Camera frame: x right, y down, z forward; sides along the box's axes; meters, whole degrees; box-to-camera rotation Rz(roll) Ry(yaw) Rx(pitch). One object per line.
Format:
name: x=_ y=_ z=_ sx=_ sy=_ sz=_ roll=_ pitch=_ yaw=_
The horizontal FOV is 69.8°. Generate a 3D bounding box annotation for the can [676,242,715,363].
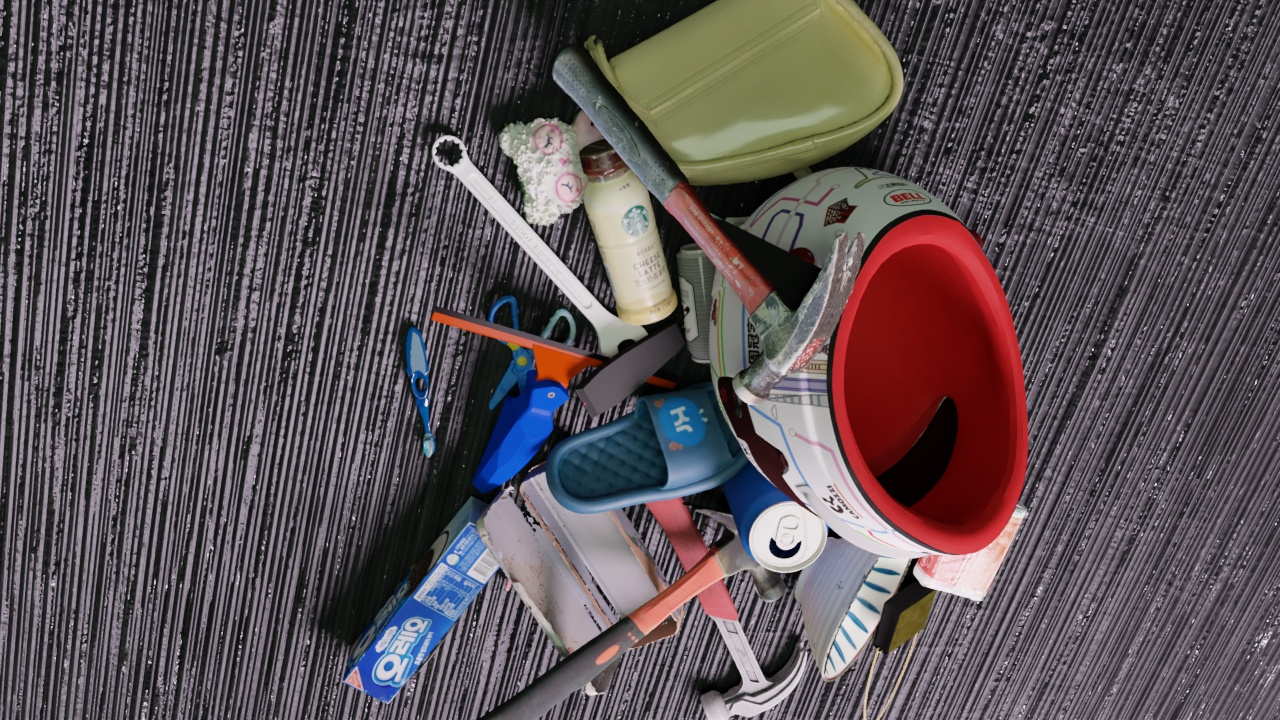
can: x=0.060 y=-0.054 z=0.850 sx=0.044 sy=0.044 sz=0.107 roll=-8 pitch=109 yaw=-1

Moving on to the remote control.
remote control: x=-0.005 y=0.005 z=0.853 sx=0.124 sy=0.010 sz=0.039 roll=-37 pitch=110 yaw=-22

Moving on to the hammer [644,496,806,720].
hammer: x=0.074 y=0.237 z=0.956 sx=0.126 sy=0.036 sz=0.316 roll=-24 pitch=108 yaw=2

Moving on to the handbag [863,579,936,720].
handbag: x=0.268 y=0.321 z=0.985 sx=0.083 sy=0.027 sz=0.178 roll=-15 pitch=123 yaw=-40

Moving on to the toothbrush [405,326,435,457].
toothbrush: x=-0.209 y=0.031 z=0.876 sx=0.021 sy=0.016 sz=0.132 roll=-5 pitch=109 yaw=-4

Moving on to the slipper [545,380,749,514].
slipper: x=0.016 y=0.080 z=0.849 sx=0.213 sy=0.059 sz=0.103 roll=-20 pitch=66 yaw=-11

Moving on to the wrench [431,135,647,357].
wrench: x=-0.089 y=-0.096 z=0.838 sx=0.047 sy=0.009 sz=0.273 roll=-45 pitch=106 yaw=-8

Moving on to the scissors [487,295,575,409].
scissors: x=-0.103 y=-0.001 z=0.876 sx=0.105 sy=0.019 sz=0.132 roll=-2 pitch=112 yaw=-1

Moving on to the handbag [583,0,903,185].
handbag: x=0.086 y=-0.234 z=0.778 sx=0.233 sy=0.088 sz=0.191 roll=-26 pitch=93 yaw=5

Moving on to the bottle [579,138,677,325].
bottle: x=-0.012 y=-0.112 z=0.804 sx=0.056 sy=0.056 sz=0.162 roll=-16 pitch=120 yaw=2

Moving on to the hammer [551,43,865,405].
hammer: x=0.033 y=-0.131 z=0.688 sx=0.326 sy=0.036 sz=0.141 roll=54 pitch=126 yaw=22

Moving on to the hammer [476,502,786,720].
hammer: x=-0.017 y=0.261 z=0.870 sx=0.332 sy=0.033 sz=0.133 roll=-34 pitch=105 yaw=-17

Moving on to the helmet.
helmet: x=0.174 y=0.000 z=0.771 sx=0.230 sy=0.236 sz=0.314 roll=-10 pitch=91 yaw=-24

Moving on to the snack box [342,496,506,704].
snack box: x=-0.213 y=0.242 z=0.925 sx=0.059 sy=0.059 sz=0.227 roll=34 pitch=103 yaw=-18

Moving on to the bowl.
bowl: x=0.204 y=0.227 z=0.923 sx=0.071 sy=0.177 sz=0.177 roll=28 pitch=109 yaw=30

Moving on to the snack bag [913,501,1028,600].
snack bag: x=0.340 y=0.188 z=0.953 sx=0.077 sy=0.036 sz=0.116 roll=16 pitch=106 yaw=-9

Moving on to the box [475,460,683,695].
box: x=-0.052 y=0.205 z=0.892 sx=0.105 sy=0.096 sz=0.216 roll=-27 pitch=103 yaw=16

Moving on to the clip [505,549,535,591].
clip: x=-0.117 y=0.212 z=0.940 sx=0.037 sy=0.022 sz=0.058 roll=9 pitch=106 yaw=-3

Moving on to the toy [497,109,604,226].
toy: x=-0.064 y=-0.176 z=0.805 sx=0.109 sy=0.041 sz=0.096 roll=-21 pitch=106 yaw=-4

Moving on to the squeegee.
squeegee: x=-0.110 y=0.060 z=0.862 sx=0.249 sy=0.055 sz=0.185 roll=17 pitch=126 yaw=-30

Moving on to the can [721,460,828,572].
can: x=0.123 y=0.131 z=0.861 sx=0.079 sy=0.146 sz=0.079 roll=-1 pitch=108 yaw=-4
